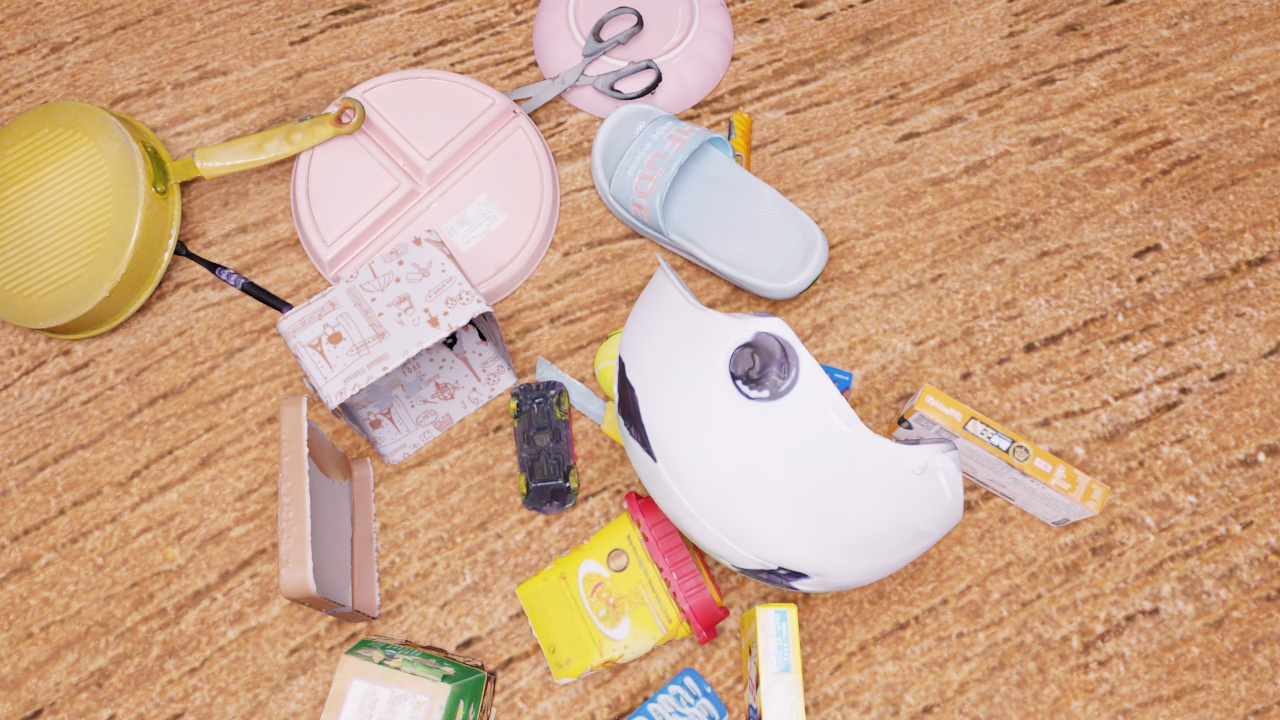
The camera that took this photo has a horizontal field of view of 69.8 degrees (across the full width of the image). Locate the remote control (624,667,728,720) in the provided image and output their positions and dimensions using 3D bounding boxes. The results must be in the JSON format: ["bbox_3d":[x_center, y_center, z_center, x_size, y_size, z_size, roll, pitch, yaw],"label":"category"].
[{"bbox_3d":[0.004,0.281,0.669,0.124,0.024,0.049,-36,75,-13],"label":"remote control"}]

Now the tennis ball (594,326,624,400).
[{"bbox_3d":[-0.004,0.004,0.740,0.065,0.065,0.065,0,71,-1],"label":"tennis ball"}]

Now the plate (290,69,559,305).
[{"bbox_3d":[-0.183,-0.148,0.788,0.229,0.028,0.229,2,79,-9],"label":"plate"}]

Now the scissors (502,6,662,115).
[{"bbox_3d":[-0.063,-0.256,0.826,0.164,0.014,0.164,23,91,18],"label":"scissors"}]

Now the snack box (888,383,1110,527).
[{"bbox_3d":[0.274,0.076,0.714,0.154,0.075,0.026,30,74,9],"label":"snack box"}]

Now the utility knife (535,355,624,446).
[{"bbox_3d":[0.004,0.063,0.746,0.223,0.015,0.033,34,74,8],"label":"utility knife"}]

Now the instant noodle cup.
[{"bbox_3d":[-0.014,0.169,0.666,0.124,0.116,0.116,-28,74,2],"label":"instant noodle cup"}]

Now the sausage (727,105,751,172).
[{"bbox_3d":[0.086,-0.156,0.818,0.021,0.021,0.165,5,71,1],"label":"sausage"}]

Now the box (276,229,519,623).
[{"bbox_3d":[-0.192,0.048,0.664,0.136,0.180,0.269,22,71,6],"label":"box"}]

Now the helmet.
[{"bbox_3d":[0.076,0.058,0.613,0.258,0.229,0.146,36,93,8],"label":"helmet"}]

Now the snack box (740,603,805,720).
[{"bbox_3d":[0.094,0.246,0.648,0.034,0.087,0.140,1,71,-1],"label":"snack box"}]

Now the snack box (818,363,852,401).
[{"bbox_3d":[0.113,0.070,0.730,0.084,0.026,0.156,16,66,1],"label":"snack box"}]

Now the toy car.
[{"bbox_3d":[-0.076,0.069,0.735,0.049,0.031,0.106,-8,83,3],"label":"toy car"}]

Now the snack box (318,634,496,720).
[{"bbox_3d":[-0.171,0.255,0.633,0.118,0.106,0.117,13,72,5],"label":"snack box"}]

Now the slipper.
[{"bbox_3d":[0.049,-0.139,0.769,0.245,0.074,0.104,39,84,23],"label":"slipper"}]

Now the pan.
[{"bbox_3d":[-0.397,-0.145,0.758,0.358,0.078,0.197,-22,78,12],"label":"pan"}]

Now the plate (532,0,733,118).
[{"bbox_3d":[-0.007,-0.316,0.862,0.192,0.039,0.192,0,71,-1],"label":"plate"}]

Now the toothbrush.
[{"bbox_3d":[-0.343,-0.067,0.787,0.189,0.017,0.014,28,73,7],"label":"toothbrush"}]
